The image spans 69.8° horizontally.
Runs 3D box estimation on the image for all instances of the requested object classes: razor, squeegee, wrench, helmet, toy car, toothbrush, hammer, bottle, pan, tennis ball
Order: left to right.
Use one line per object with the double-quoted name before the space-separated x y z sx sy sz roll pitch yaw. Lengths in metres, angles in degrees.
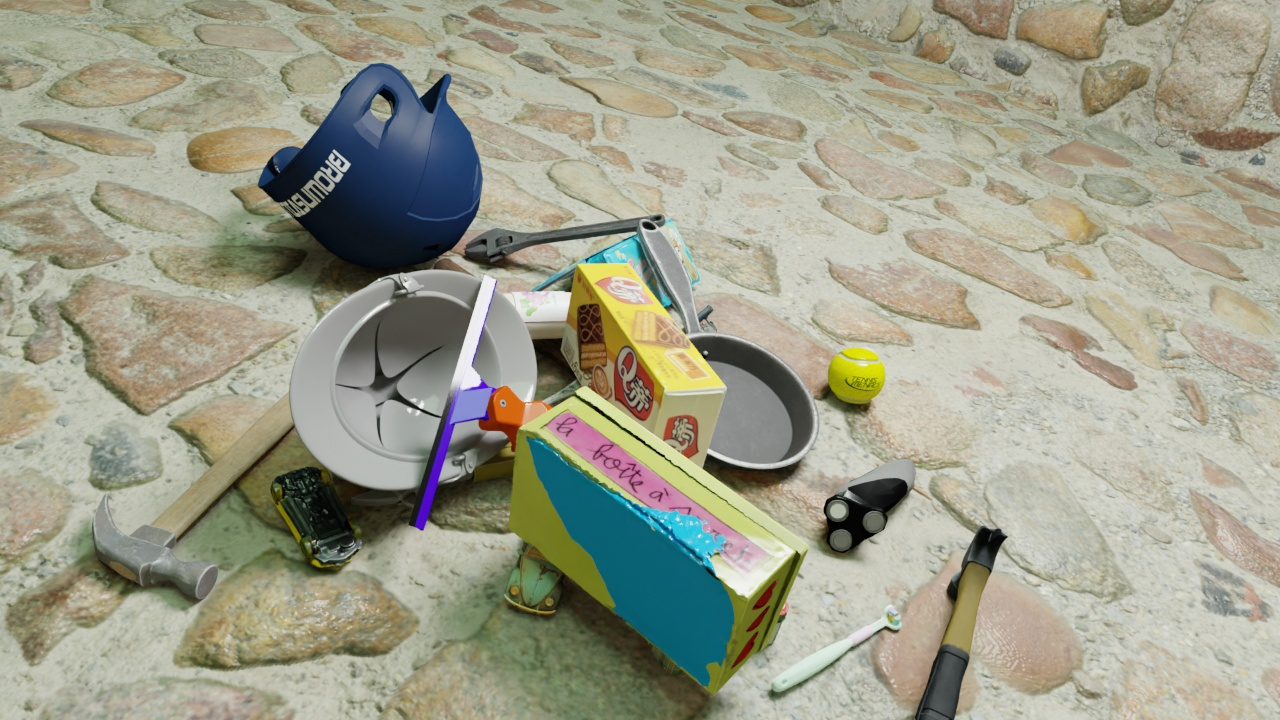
"hammer" -0.349 0.075 0.825 0.119 0.031 0.330 17 35 6
"toy car" -0.271 0.131 0.767 0.049 0.030 0.107 -16 51 -37
"helmet" -0.222 0.023 0.826 0.118 0.183 0.270 -13 7 38
"helmet" -0.297 -0.234 1.111 0.223 0.233 0.271 37 46 -32
"wrench" -0.148 0.095 0.869 0.272 0.018 0.083 -9 35 -28
"hammer" -0.162 -0.029 1.030 0.301 0.037 0.217 34 39 29
"bottle" -0.132 -0.048 0.986 0.146 0.051 0.051 -3 37 -19
"squeegee" -0.093 0.066 0.836 0.184 0.055 0.249 35 51 -35
"toy car" -0.078 0.159 0.773 0.047 0.047 0.111 16 34 -1
"wrench" -0.099 -0.159 1.161 0.274 0.018 0.073 -5 35 18
"pan" 0.067 -0.021 1.016 0.187 0.055 0.356 -7 51 -29
"razor" 0.109 -0.011 1.106 0.042 0.022 0.144 -39 54 -4
"toothbrush" 0.165 0.240 0.764 0.154 0.015 0.022 -15 75 -35
"tennis ball" 0.251 0.017 1.068 0.065 0.065 0.065 9 34 -6
"razor" 0.231 0.135 0.907 0.060 0.057 0.155 0 15 35
"hammer" 0.233 0.250 0.704 0.025 0.118 0.331 22 41 17

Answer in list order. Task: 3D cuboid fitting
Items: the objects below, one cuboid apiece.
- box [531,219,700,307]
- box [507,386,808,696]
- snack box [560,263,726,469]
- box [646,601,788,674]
"box" -0.026 -0.096 1.144 0.122 0.098 0.226 -22 8 27
"box" 0.005 0.132 0.691 0.221 0.125 0.080 30 42 26
"snack box" -0.005 0.005 0.887 0.061 0.110 0.230 -3 35 -25
"box" 0.028 0.167 0.798 0.117 0.050 0.205 -8 40 -26
